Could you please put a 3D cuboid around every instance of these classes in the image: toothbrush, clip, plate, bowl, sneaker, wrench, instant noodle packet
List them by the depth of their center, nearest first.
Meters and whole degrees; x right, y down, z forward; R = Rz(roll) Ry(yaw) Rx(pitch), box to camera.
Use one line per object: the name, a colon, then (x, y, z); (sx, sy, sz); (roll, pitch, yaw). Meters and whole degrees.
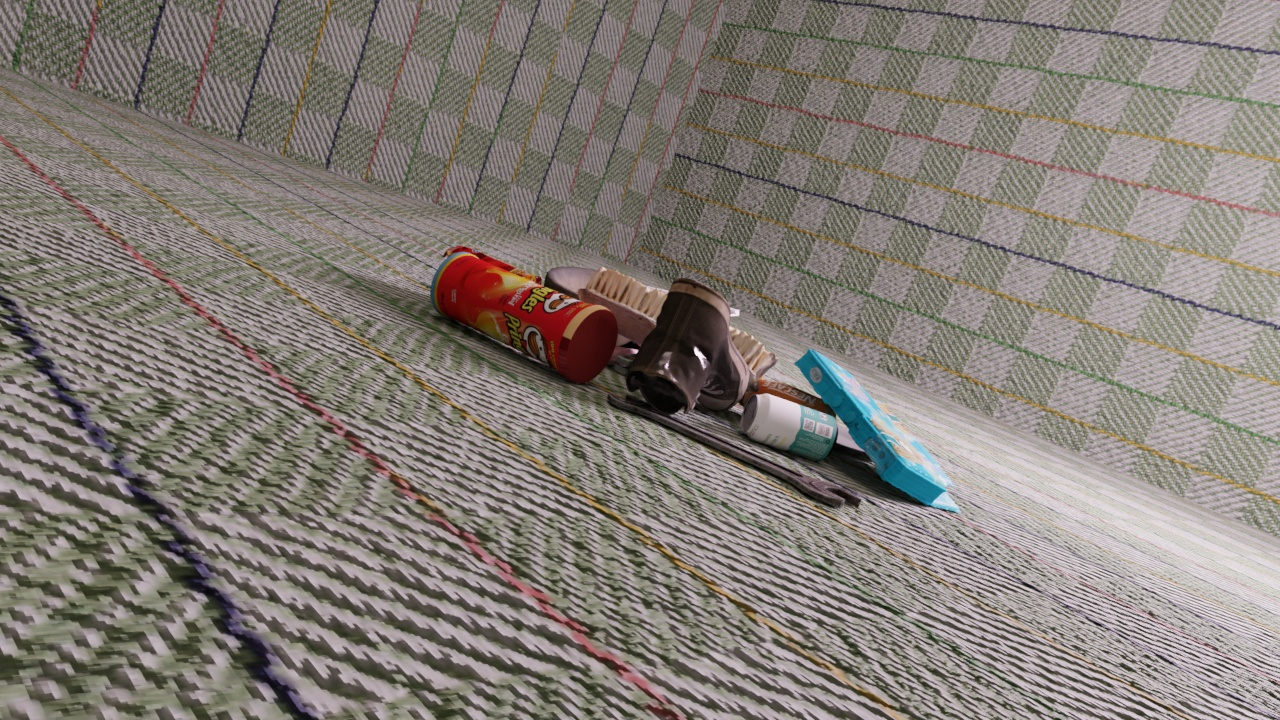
wrench: (0.088, 0.087, 0.915); (0.273, 0.010, 0.070); (23, 8, 20)
sneaker: (0.055, 0.021, 1.031); (0.095, 0.119, 0.235); (23, -21, 18)
instant noodle packet: (-0.181, -0.087, 1.147); (0.135, 0.099, 0.039); (23, 53, 24)
clip: (-0.007, 0.005, 1.170); (0.023, 0.037, 0.075); (26, 15, 25)
toothbrush: (-0.018, -0.003, 1.199); (0.027, 0.026, 0.222); (0, -5, 34)
plate: (0.251, 0.098, 1.240); (0.178, 0.012, 0.178); (20, 8, -3)
bowl: (-0.064, -0.075, 1.324); (0.162, 0.070, 0.162); (14, 20, -5)

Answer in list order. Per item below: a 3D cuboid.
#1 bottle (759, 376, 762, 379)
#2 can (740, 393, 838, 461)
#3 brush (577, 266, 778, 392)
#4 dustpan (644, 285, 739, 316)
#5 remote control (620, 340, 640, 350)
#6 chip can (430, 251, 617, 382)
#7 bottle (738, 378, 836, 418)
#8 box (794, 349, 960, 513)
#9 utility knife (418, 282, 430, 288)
bottle: (0.126, 0.010, 1.335); (0.109, 0.063, 0.063); (27, 10, 40)
can: (0.168, 0.075, 1.035); (0.101, 0.055, 0.055); (19, 8, -10)
brush: (0.041, -0.039, 1.160); (0.271, 0.056, 0.083); (27, -19, 21)
dustpan: (0.000, -0.100, 1.498); (0.258, 0.053, 0.191); (6, 9, 40)
remote control: (-0.045, -0.038, 1.392); (0.150, 0.022, 0.047); (27, 10, 29)
chip can: (-0.133, -0.052, 1.027); (0.213, 0.087, 0.087); (24, 9, 31)
bottle: (0.162, 0.052, 1.160); (0.167, 0.059, 0.059); (24, 9, 27)
box: (0.296, 0.091, 1.105); (0.181, 0.039, 0.226); (27, 21, -36)
utility knife: (-0.235, -0.083, 1.240); (0.141, 0.015, 0.022); (19, -16, 8)
